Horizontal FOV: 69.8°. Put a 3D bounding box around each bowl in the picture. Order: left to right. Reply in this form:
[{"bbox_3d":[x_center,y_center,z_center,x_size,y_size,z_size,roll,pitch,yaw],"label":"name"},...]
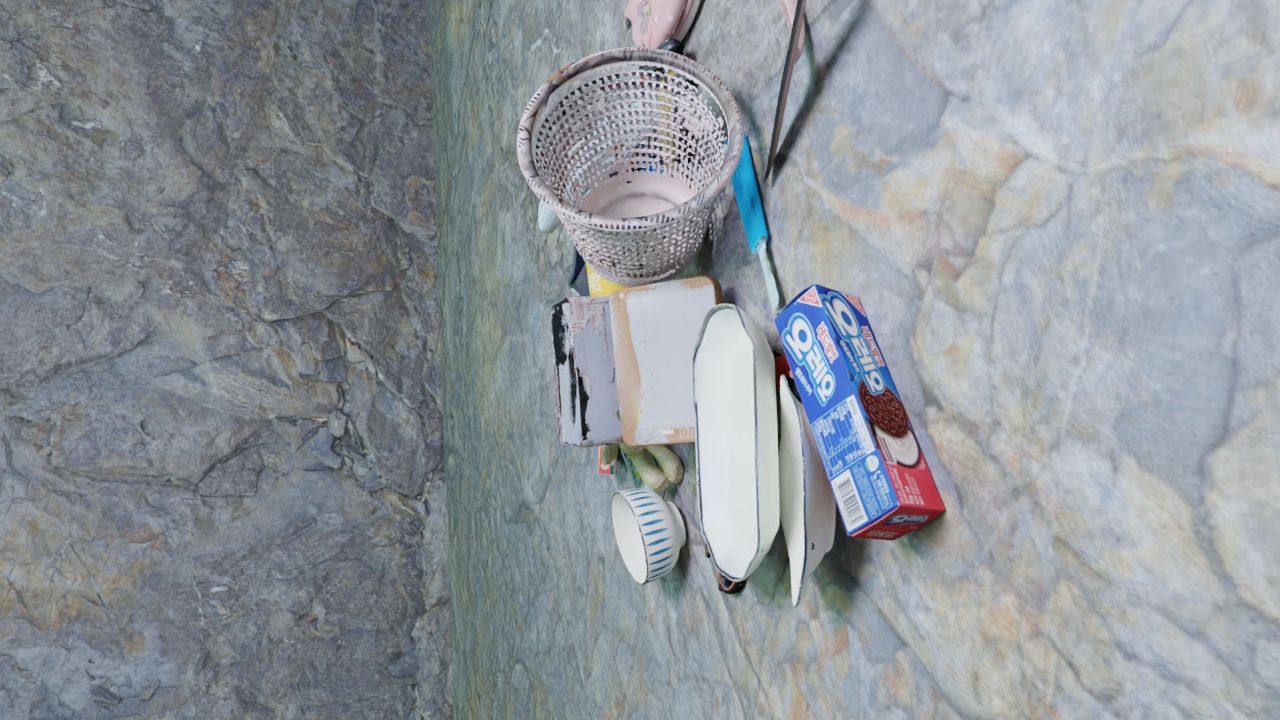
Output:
[{"bbox_3d":[0.014,0.210,1.127,0.117,0.066,0.116,167,90,-71],"label":"bowl"}]

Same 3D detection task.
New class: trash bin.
[{"bbox_3d":[-0.006,-0.187,0.995,0.192,0.227,0.227,82,178,-64],"label":"trash bin"}]

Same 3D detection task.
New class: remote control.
[{"bbox_3d":[0.001,0.143,1.241,0.135,0.019,0.056,-113,31,-45],"label":"remote control"}]

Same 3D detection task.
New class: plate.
[{"bbox_3d":[0.095,0.078,0.890,0.162,0.034,0.265,171,97,-74],"label":"plate"},{"bbox_3d":[0.143,0.110,0.794,0.164,0.034,0.164,-89,-4,-58],"label":"plate"}]

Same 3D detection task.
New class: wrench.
[{"bbox_3d":[0.128,-0.001,0.910,0.273,0.016,0.056,-143,60,-64],"label":"wrench"}]

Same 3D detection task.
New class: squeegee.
[{"bbox_3d":[0.130,-0.347,0.873,0.248,0.040,0.249,91,174,-58],"label":"squeegee"}]

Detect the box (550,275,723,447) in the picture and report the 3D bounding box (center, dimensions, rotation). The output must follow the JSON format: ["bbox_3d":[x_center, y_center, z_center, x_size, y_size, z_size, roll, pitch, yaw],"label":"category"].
[{"bbox_3d":[-0.015,0.008,1.047,0.274,0.124,0.179,-7,87,51],"label":"box"}]

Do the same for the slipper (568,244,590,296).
[{"bbox_3d":[-0.070,-0.126,1.301,0.111,0.083,0.268,152,105,-68],"label":"slipper"}]

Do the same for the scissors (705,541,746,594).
[{"bbox_3d":[0.103,0.146,0.980,0.197,0.015,0.205,152,116,-67],"label":"scissors"}]

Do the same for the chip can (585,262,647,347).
[{"bbox_3d":[-0.033,-0.084,1.212,0.072,0.072,0.213,-168,70,-69],"label":"chip can"}]

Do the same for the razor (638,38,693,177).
[{"bbox_3d":[0.034,-0.295,1.097,0.062,0.067,0.167,-70,-23,-78],"label":"razor"}]

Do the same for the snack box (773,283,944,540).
[{"bbox_3d":[0.169,0.037,0.732,0.057,0.058,0.207,-45,47,40],"label":"snack box"}]

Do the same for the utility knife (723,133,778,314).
[{"bbox_3d":[0.115,-0.144,0.937,0.034,0.018,0.216,127,139,-56],"label":"utility knife"}]

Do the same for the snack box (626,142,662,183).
[{"bbox_3d":[0.013,-0.205,1.195,0.085,0.026,0.157,112,151,-43],"label":"snack box"}]

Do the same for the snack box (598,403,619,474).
[{"bbox_3d":[-0.042,0.078,1.315,0.077,0.027,0.156,-100,14,-77],"label":"snack box"}]

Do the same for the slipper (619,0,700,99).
[{"bbox_3d":[0.014,-0.417,1.143,0.275,0.054,0.114,124,144,-55],"label":"slipper"}]

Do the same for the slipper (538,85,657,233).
[{"bbox_3d":[-0.045,-0.256,1.196,0.246,0.074,0.103,-39,33,26],"label":"slipper"}]

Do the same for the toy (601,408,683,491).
[{"bbox_3d":[0.001,0.109,1.178,0.105,0.066,0.157,-44,41,0],"label":"toy"}]
